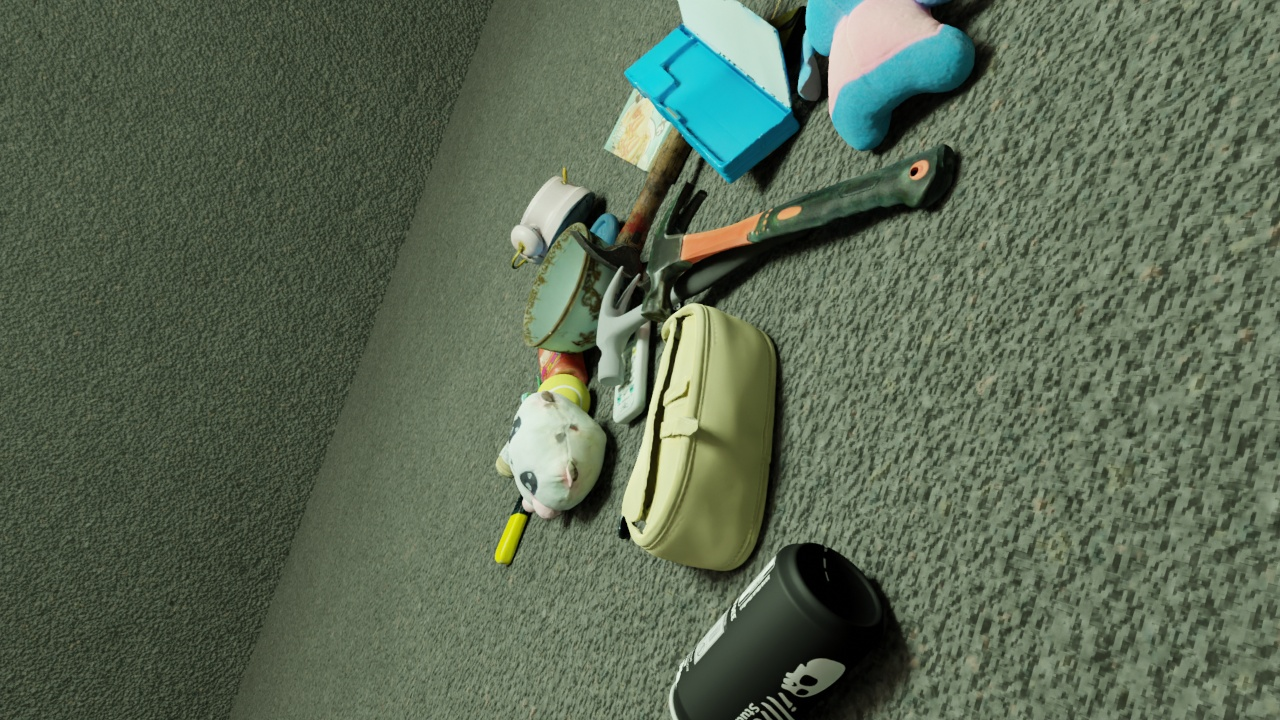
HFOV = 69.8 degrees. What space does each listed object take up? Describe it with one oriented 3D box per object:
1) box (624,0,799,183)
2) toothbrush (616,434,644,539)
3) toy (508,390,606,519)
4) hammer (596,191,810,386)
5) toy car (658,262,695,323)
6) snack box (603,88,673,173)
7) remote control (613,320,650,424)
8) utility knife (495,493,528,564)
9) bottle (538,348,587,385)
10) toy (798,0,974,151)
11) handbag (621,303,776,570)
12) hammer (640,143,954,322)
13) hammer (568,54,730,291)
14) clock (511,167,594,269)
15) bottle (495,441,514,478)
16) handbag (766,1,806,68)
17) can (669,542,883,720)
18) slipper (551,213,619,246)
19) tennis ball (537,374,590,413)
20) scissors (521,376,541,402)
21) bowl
[{"bbox_3d":[0.059,-0.304,0.937,0.114,0.113,0.243,-39,46,5],"label":"box"},{"bbox_3d":[0.005,0.089,0.930,0.017,0.014,0.187,161,126,-69],"label":"toothbrush"},{"bbox_3d":[-0.104,0.114,1.039,0.180,0.101,0.138,-53,50,49],"label":"toy"},{"bbox_3d":[0.054,-0.083,0.911,0.312,0.029,0.124,-31,49,44],"label":"hammer"},{"bbox_3d":[0.034,-0.086,0.995,0.038,0.025,0.089,-1,69,64],"label":"toy car"},{"bbox_3d":[0.025,-0.314,1.174,0.141,0.044,0.193,-62,24,11],"label":"snack box"},{"bbox_3d":[-0.006,0.006,1.007,0.050,0.022,0.133,-40,36,47],"label":"remote control"},{"bbox_3d":[-0.144,0.176,1.162,0.029,0.020,0.174,28,98,65],"label":"utility knife"},{"bbox_3d":[-0.104,-0.003,1.186,0.072,0.048,0.134,-59,26,25],"label":"bottle"},{"bbox_3d":[0.188,-0.269,0.757,0.225,0.098,0.191,133,138,-54],"label":"toy"},{"bbox_3d":[0.040,0.058,0.796,0.191,0.088,0.232,-19,54,63],"label":"handbag"},{"bbox_3d":[0.119,-0.119,0.788,0.334,0.033,0.133,-9,65,52],"label":"hammer"},{"bbox_3d":[0.037,-0.251,1.044,0.033,0.120,0.330,16,79,59],"label":"hammer"},{"bbox_3d":[-0.132,-0.192,1.315,0.158,0.059,0.117,-54,-5,-1],"label":"clock"},{"bbox_3d":[-0.153,0.110,1.209,0.110,0.042,0.042,-55,28,31],"label":"bottle"},{"bbox_3d":[0.167,-0.392,0.967,0.084,0.027,0.178,15,83,66],"label":"handbag"},{"bbox_3d":[0.086,0.192,0.597,0.146,0.080,0.080,-56,27,26],"label":"can"},{"bbox_3d":[-0.097,-0.123,1.259,0.214,0.059,0.103,-41,38,43],"label":"slipper"},{"bbox_3d":[-0.092,0.049,1.100,0.065,0.065,0.065,-46,33,41],"label":"tennis ball"},{"bbox_3d":[-0.125,0.056,1.147,0.012,0.112,0.130,-28,44,9],"label":"scissors"},{"bbox_3d":[-0.065,-0.074,1.108,0.160,0.094,0.159,-46,33,41],"label":"bowl"}]
